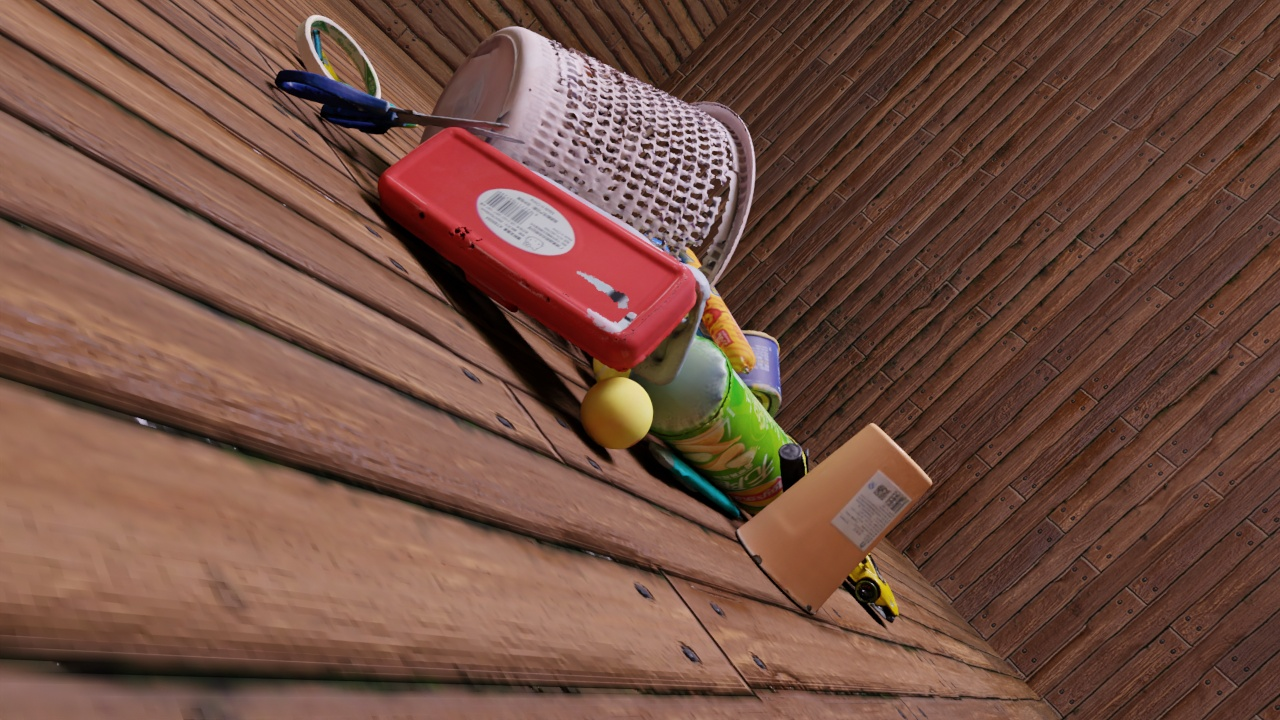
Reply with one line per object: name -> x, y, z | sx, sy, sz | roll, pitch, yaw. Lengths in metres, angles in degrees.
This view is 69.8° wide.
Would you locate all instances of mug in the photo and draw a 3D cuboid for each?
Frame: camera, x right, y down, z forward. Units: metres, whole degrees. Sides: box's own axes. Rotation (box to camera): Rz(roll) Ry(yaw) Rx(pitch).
mug -> 0.137, 0.106, 0.638 | 0.078, 0.123, 0.078 | 44, 6, -6

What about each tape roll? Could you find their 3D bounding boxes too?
tape roll -> -0.255, -0.251, 0.778 | 0.086, 0.014, 0.085 | 51, 23, -32

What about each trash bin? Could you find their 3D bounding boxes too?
trash bin -> -0.057, -0.143, 0.711 | 0.192, 0.228, 0.227 | 25, 16, -36

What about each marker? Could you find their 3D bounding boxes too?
marker -> 0.120, 0.113, 0.696 | 0.020, 0.022, 0.132 | -87, 167, -49

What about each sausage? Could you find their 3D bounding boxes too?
sausage -> 0.052, -0.042, 0.697 | 0.021, 0.021, 0.165 | 40, 16, -41

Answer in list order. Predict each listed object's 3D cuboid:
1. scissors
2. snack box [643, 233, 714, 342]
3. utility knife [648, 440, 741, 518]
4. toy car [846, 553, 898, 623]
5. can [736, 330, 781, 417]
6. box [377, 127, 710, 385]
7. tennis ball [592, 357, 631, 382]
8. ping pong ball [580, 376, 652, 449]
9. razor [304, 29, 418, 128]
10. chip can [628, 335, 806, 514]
scissors -> -0.155, -0.159, 0.608 | 0.171, 0.012, 0.141 | 17, -5, -13
snack box -> 0.012, -0.026, 0.747 | 0.026, 0.085, 0.157 | 20, 30, -35
utility knife -> 0.041, 0.087, 0.638 | 0.029, 0.013, 0.164 | 43, 0, 35
toy car -> 0.209, 0.199, 0.935 | 0.156, 0.041, 0.071 | 48, 6, 21
can -> 0.071, 0.028, 0.761 | 0.148, 0.074, 0.049 | 113, -21, -64
box -> -0.058, -0.056, 0.564 | 0.201, 0.095, 0.099 | 34, -28, 20
tennis ball -> -0.002, 0.003, 0.669 | 0.065, 0.065, 0.065 | 45, 5, -6
ping pong ball -> -0.013, 0.029, 0.509 | 0.040, 0.040, 0.040 | 45, 5, -6
razor -> -0.254, -0.245, 0.835 | 0.132, 0.028, 0.043 | 30, 34, -54
chip can -> 0.062, 0.053, 0.665 | 0.072, 0.072, 0.221 | 49, 2, 33
